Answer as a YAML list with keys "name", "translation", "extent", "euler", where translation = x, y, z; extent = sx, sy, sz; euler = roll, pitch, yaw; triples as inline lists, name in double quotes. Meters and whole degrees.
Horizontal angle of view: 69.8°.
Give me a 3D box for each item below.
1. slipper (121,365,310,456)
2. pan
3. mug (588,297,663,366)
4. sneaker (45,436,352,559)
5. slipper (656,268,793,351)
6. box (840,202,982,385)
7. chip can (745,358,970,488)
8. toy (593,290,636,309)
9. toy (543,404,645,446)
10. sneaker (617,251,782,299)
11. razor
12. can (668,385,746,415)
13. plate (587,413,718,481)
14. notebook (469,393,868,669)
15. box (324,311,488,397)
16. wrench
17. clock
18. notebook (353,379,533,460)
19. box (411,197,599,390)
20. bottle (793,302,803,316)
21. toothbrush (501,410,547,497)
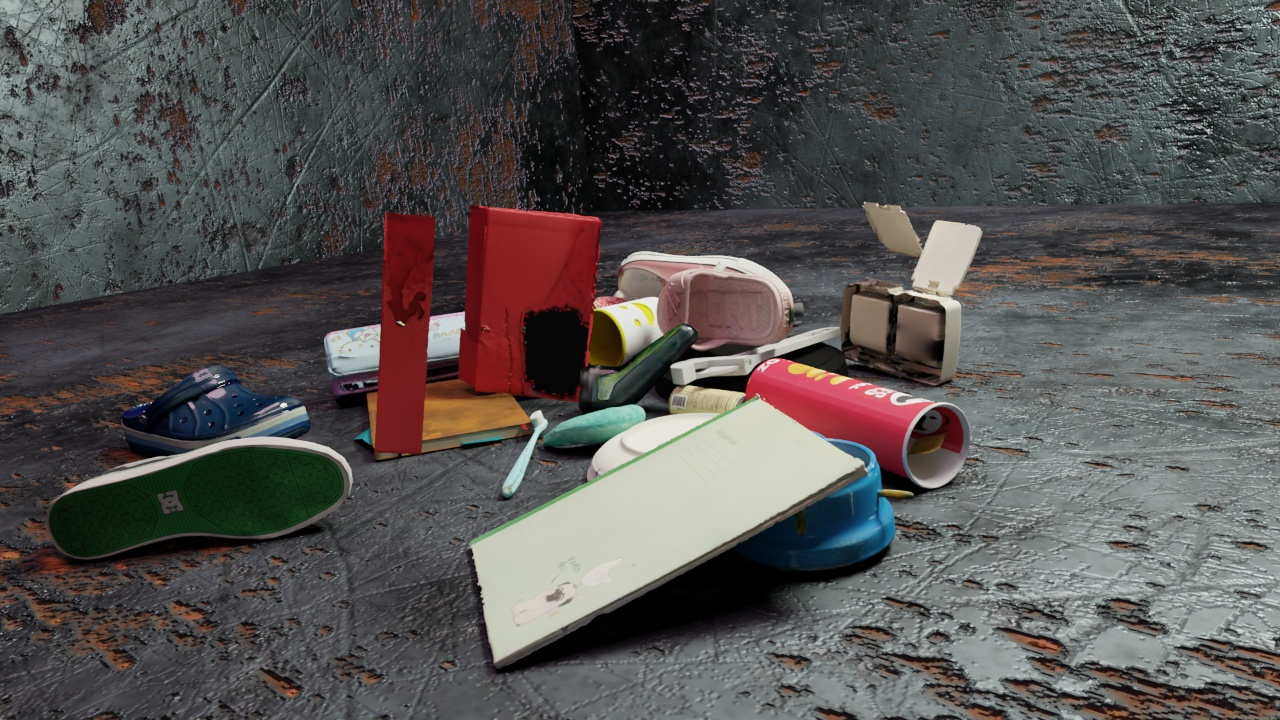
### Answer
- name: "slipper"
  translation: [-0.472, 0.055, 0.987]
  extent: [0.253, 0.095, 0.104]
  euler: [-1, 12, 29]
- name: "pan"
  translation: [0.133, -0.008, 1.140]
  extent: [0.225, 0.034, 0.355]
  euler: [-4, 15, 6]
- name: "mug"
  translation: [-0.016, -0.036, 1.203]
  extent: [0.083, 0.082, 0.105]
  euler: [8, 18, 42]
- name: "sneaker"
  translation: [-0.356, 0.105, 0.765]
  extent: [0.235, 0.084, 0.079]
  euler: [-9, 14, -3]
- name: "slipper"
  translation: [0.077, -0.059, 1.053]
  extent: [0.064, 0.094, 0.240]
  euler: [-6, 7, -32]
- name: "box"
  translation: [0.307, -0.081, 1.036]
  extent: [0.068, 0.191, 0.144]
  euler: [-14, 23, -35]
- name: "chip can"
  translation: [0.183, 0.049, 0.817]
  extent: [0.069, 0.069, 0.221]
  euler: [-12, 15, -26]
- name: "toy"
  translation: [-0.020, -0.065, 1.327]
  extent: [0.159, 0.084, 0.193]
  euler: [18, 32, 39]
- name: "toy"
  translation: [-0.038, 0.066, 0.905]
  extent: [0.105, 0.033, 0.085]
  euler: [-11, -4, -35]
- name: "sneaker"
  translation: [0.083, -0.089, 1.250]
  extent: [0.241, 0.118, 0.087]
  euler: [10, 33, 4]
- name: "razor"
  translation: [-0.006, 0.006, 0.993]
  extent: [0.151, 0.067, 0.054]
  euler: [-39, 6, 6]
- name: "can"
  translation: [0.071, 0.048, 0.926]
  extent: [0.080, 0.038, 0.038]
  euler: [7, 18, 40]
- name: "plate"
  translation: [0.042, 0.080, 0.815]
  extent: [0.182, 0.034, 0.182]
  euler: [-5, 14, 1]
- name: "notebook"
  translation: [0.005, 0.103, 0.630]
  extent: [0.252, 0.010, 0.182]
  euler: [-26, 17, -8]
- name: "box"
  translation: [-0.285, -0.001, 1.163]
  extent: [0.214, 0.096, 0.077]
  euler: [-10, 27, -20]
- name: "wrench"
  translation: [0.136, -0.010, 1.026]
  extent: [0.087, 0.018, 0.272]
  euler: [-4, 9, 42]
- name: "clock"
  translation: [0.111, 0.096, 0.669]
  extent: [0.116, 0.060, 0.161]
  euler: [-15, 17, -21]
- name: "notebook"
  translation: [-0.228, 0.061, 1.028]
  extent: [0.178, 0.014, 0.249]
  euler: [-9, 14, -16]
- name: "box"
  translation: [-0.182, -0.091, 1.173]
  extent: [0.152, 0.214, 0.326]
  euler: [-2, 12, -32]
- name: "bottle"
  translation: [0.182, -0.070, 1.345]
  extent: [0.112, 0.047, 0.047]
  euler: [-3, 14, 7]
- name: "toothbrush"
  translation: [-0.109, 0.087, 0.868]
  extent: [0.016, 0.016, 0.180]
  euler: [-19, 16, 9]
